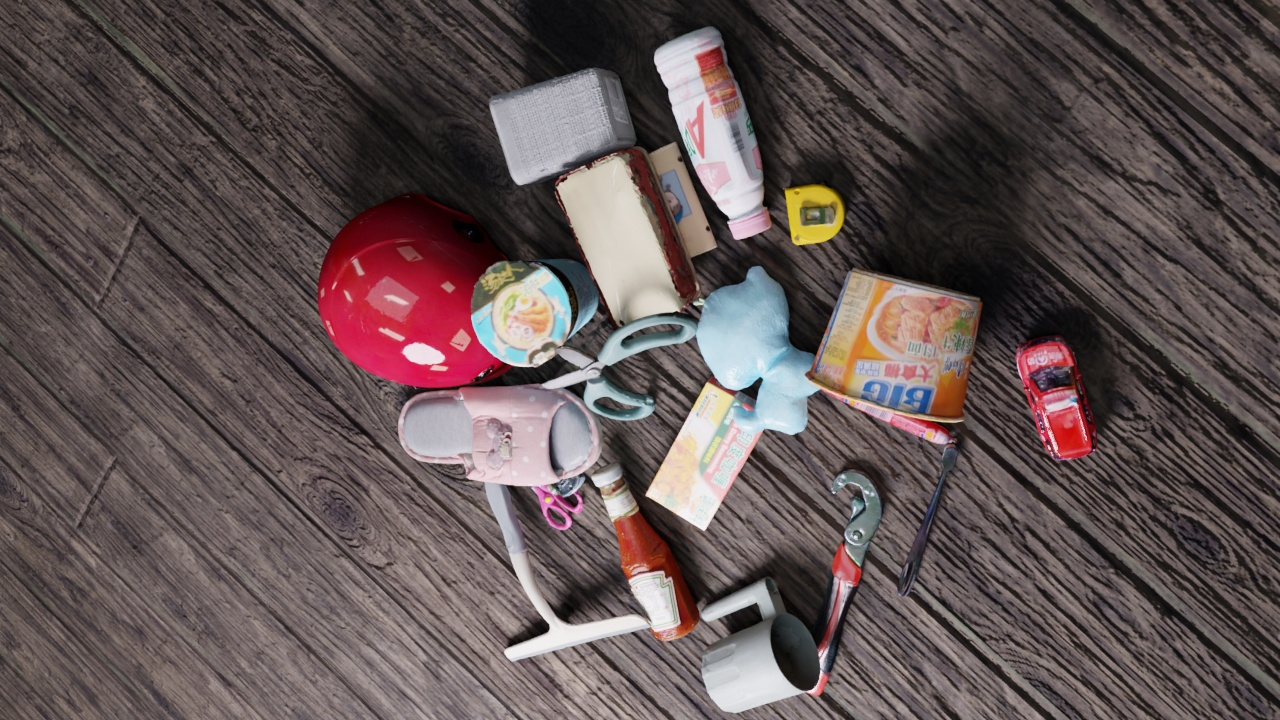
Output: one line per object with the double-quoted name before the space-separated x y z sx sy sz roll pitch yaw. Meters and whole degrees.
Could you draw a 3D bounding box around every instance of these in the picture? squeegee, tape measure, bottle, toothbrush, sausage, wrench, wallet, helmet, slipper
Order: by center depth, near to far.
"bottle" 0.076 -0.216 0.888 0.068 0.068 0.197 -17 103 22
"tape measure" 0.170 -0.143 0.893 0.057 0.028 0.060 -5 103 20
"sausage" 0.244 0.049 0.924 0.156 0.020 0.020 26 111 11
"toothbrush" 0.294 0.166 0.942 0.016 0.018 0.181 14 111 8
"wallet" 0.019 -0.155 0.946 0.087 0.024 0.115 -20 99 18
"wrench" 0.212 0.245 0.990 0.056 0.016 0.274 14 108 19
"helmet" -0.248 -0.062 1.002 0.240 0.143 0.207 29 110 9
"bottle" 0.002 0.213 1.031 0.060 0.059 0.206 -22 96 23
"slipper" -0.170 0.081 1.039 0.275 0.054 0.114 3 91 26
"squeegee" -0.135 0.231 1.080 0.247 0.039 0.246 -26 88 38

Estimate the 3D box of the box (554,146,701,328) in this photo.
"box" -0.012 -0.119 0.910 0.091 0.079 0.168 -18 103 24

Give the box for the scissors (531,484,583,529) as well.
"scissors" -0.124 0.140 1.080 0.135 0.017 0.063 44 117 8

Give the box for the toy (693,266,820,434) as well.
"toy" 0.116 -0.010 0.932 0.156 0.049 0.161 24 99 9

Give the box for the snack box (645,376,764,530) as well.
"snack box" 0.073 0.101 0.993 0.077 0.027 0.156 30 112 8

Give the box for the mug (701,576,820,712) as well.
"mug" 0.124 0.313 1.006 0.104 0.083 0.124 -35 64 34

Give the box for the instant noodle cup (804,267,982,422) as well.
"instant noodle cup" 0.238 -0.019 0.846 0.151 0.151 0.111 16 101 14

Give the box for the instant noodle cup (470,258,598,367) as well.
"instant noodle cup" -0.100 -0.059 0.960 0.111 0.120 0.111 5 104 18

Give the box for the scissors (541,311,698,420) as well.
"scissors" -0.006 0.008 0.941 0.170 0.173 0.019 -26 52 19

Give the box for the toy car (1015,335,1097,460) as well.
"toy car" 0.390 0.036 0.857 0.053 0.045 0.120 -19 95 21

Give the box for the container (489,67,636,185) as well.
"container" -0.074 -0.237 0.921 0.114 0.090 0.090 -13 100 19

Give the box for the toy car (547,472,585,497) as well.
"toy car" -0.101 0.115 1.054 0.090 0.034 0.043 45 113 19
